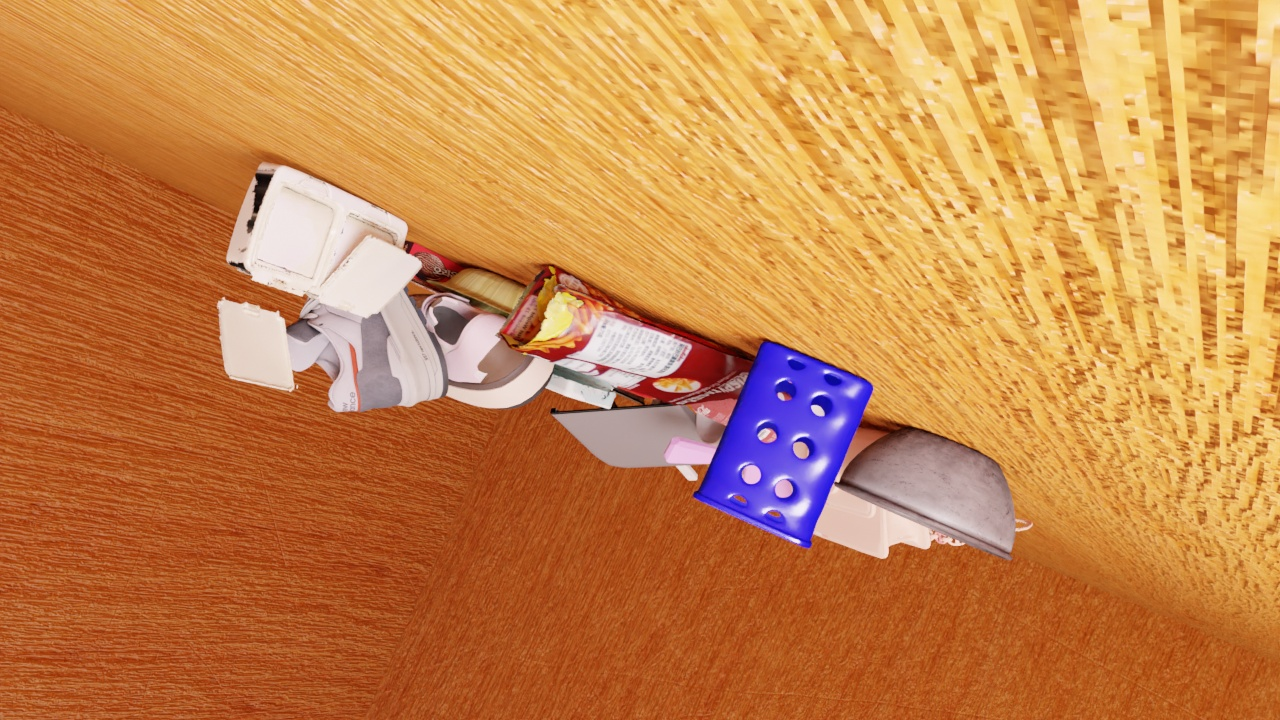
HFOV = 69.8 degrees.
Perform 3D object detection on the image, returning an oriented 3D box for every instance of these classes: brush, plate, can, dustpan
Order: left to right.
[{"bbox_3d":[-0.138,-0.063,0.992,0.184,0.036,0.184,24,176,1],"label":"plate"},{"bbox_3d":[0.020,0.106,1.148,0.163,0.033,0.257,-5,147,24],"label":"dustpan"},{"bbox_3d":[0.095,0.039,0.874,0.096,0.054,0.054,24,177,-12],"label":"can"},{"bbox_3d":[0.122,0.099,0.985,0.228,0.089,0.043,10,-149,-28],"label":"brush"}]

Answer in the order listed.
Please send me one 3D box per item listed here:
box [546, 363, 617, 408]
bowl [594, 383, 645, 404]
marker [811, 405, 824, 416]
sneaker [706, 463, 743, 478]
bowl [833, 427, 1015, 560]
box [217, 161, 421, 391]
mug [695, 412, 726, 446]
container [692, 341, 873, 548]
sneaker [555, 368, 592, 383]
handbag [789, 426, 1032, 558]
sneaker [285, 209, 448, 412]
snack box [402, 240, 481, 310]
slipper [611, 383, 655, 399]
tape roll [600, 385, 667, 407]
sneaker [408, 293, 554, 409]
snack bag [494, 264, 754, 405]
[{"bbox_3d":[-0.105,0.008,1.013,0.199,0.072,0.086,18,146,51],"label":"box"},{"bbox_3d":[-0.036,0.009,1.216,0.115,0.059,0.115,23,176,1],"label":"bowl"},{"bbox_3d":[0.156,0.053,0.919,0.025,0.025,0.126,24,176,-4],"label":"marker"},{"bbox_3d":[0.165,0.126,1.154,0.086,0.122,0.239,24,178,-28],"label":"sneaker"},{"bbox_3d":[0.236,0.099,0.734,0.145,0.067,0.145,23,176,1],"label":"bowl"},{"bbox_3d":[-0.271,-0.059,0.779,0.081,0.181,0.143,15,177,38],"label":"box"},{"bbox_3d":[0.115,0.060,1.054,0.089,0.071,0.107,16,-152,-27],"label":"mug"},{"bbox_3d":[0.097,0.056,0.622,0.084,0.113,0.085,23,177,10],"label":"container"},{"bbox_3d":[-0.095,-0.016,1.140,0.079,0.084,0.235,10,-172,-33],"label":"sneaker"},{"bbox_3d":[0.253,0.110,0.915,0.187,0.116,0.199,-8,-177,-20],"label":"handbag"},{"bbox_3d":[-0.292,-0.046,0.881,0.239,0.124,0.089,53,143,12],"label":"sneaker"},{"bbox_3d":[-0.241,-0.100,1.111,0.152,0.036,0.133,26,176,-37],"label":"snack box"},{"bbox_3d":[-0.006,0.006,0.997,0.103,0.059,0.248,23,175,19],"label":"slipper"},{"bbox_3d":[-0.007,0.036,1.148,0.093,0.093,0.030,25,177,-16],"label":"tape roll"},{"bbox_3d":[-0.221,-0.035,0.983,0.294,0.111,0.116,22,155,47],"label":"sneaker"},{"bbox_3d":[-0.002,0.000,0.744,0.207,0.066,0.139,24,154,-24],"label":"snack bag"}]
